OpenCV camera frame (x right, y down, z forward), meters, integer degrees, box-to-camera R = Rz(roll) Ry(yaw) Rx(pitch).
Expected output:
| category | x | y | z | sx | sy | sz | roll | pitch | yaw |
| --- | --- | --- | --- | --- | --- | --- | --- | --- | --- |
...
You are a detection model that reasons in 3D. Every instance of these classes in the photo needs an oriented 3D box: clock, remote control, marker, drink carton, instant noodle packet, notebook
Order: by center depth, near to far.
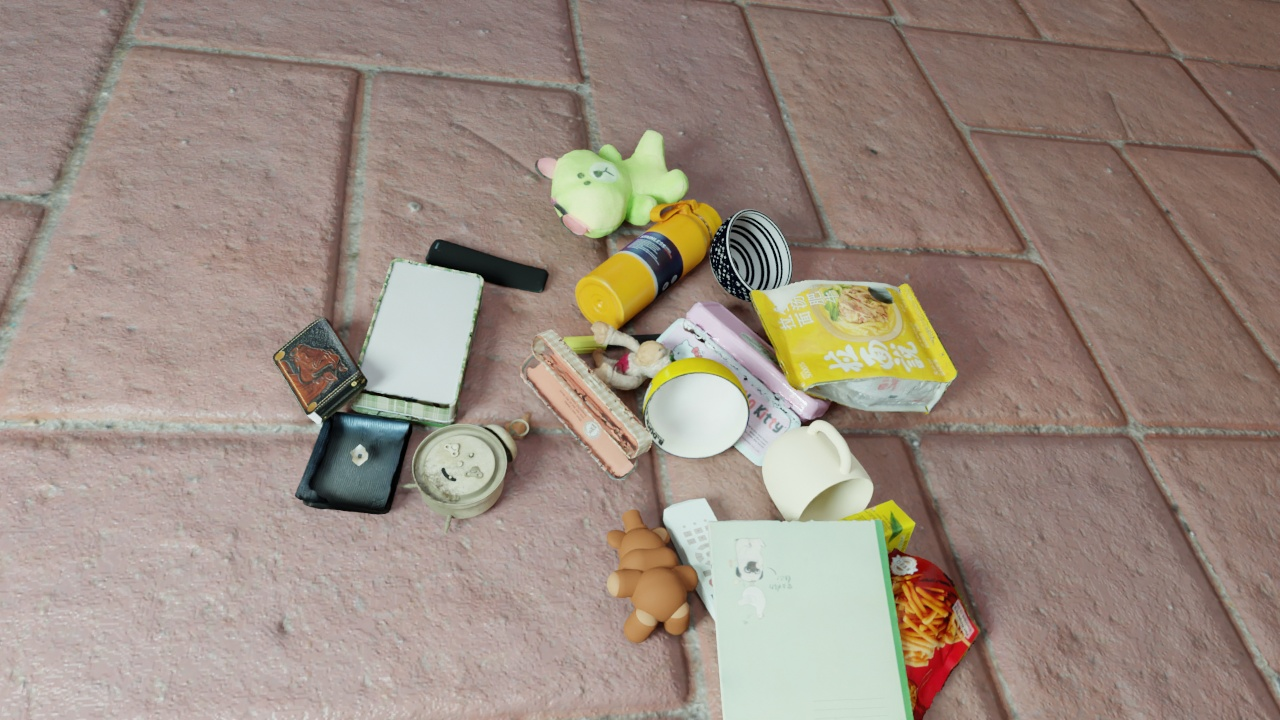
| category | x | y | z | sx | sy | sz | roll | pitch | yaw |
| --- | --- | --- | --- | --- | --- | --- | --- | --- | --- |
| notebook | 0.162 | 0.275 | 0.867 | 0.182 | 0.010 | 0.252 | 1 | 66 | -8 |
| remote control | 0.071 | 0.207 | 0.942 | 0.049 | 0.024 | 0.143 | -12 | 53 | -23 |
| clock | -0.170 | 0.107 | 0.944 | 0.093 | 0.055 | 0.140 | 39 | 59 | 21 |
| drink carton | 0.218 | 0.196 | 0.964 | 0.134 | 0.059 | 0.043 | -14 | 41 | -24 |
| marker | -0.031 | -0.021 | 1.111 | 0.123 | 0.018 | 0.021 | -3 | 52 | -19 |
| instant noodle packet | 0.252 | -0.022 | 1.119 | 0.221 | 0.084 | 0.162 | 3 | 49 | -24 |
| remote control | -0.191 | -0.119 | 1.149 | 0.152 | 0.020 | 0.041 | 16 | 50 | -3 |

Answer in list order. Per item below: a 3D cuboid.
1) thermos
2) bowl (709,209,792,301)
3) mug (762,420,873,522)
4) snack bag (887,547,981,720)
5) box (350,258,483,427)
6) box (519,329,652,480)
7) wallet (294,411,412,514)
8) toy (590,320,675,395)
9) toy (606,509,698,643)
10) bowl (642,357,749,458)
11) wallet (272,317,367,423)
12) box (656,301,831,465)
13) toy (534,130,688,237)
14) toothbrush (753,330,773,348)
| category | x | y | z | sx | sy | sz | roll | pitch | yaw |
| --- | --- | --- | --- | --- | --- | --- | --- | --- | --- |
| thermos | 0.019 | -0.132 | 1.168 | 0.076 | 0.092 | 0.232 | 30 | 49 | 24 |
| bowl | 0.135 | -0.130 | 1.205 | 0.120 | 0.067 | 0.120 | 13 | 68 | -36 |
| mug | 0.186 | 0.115 | 0.986 | 0.096 | 0.120 | 0.099 | -7 | 42 | -26 |
| snack bag | 0.239 | 0.295 | 0.908 | 0.139 | 0.067 | 0.207 | 44 | 63 | 14 |
| box | -0.247 | -0.022 | 1.035 | 0.117 | 0.051 | 0.205 | 11 | 50 | -10 |
| box | -0.064 | 0.047 | 1.010 | 0.041 | 0.083 | 0.187 | -23 | 58 | -40 |
| wallet | -0.287 | 0.104 | 0.930 | 0.089 | 0.026 | 0.114 | 8 | 49 | -2 |
| toy | -0.006 | 0.006 | 1.055 | 0.106 | 0.074 | 0.085 | 2 | 45 | -2 |
| toy | 0.005 | 0.209 | 0.909 | 0.094 | 0.065 | 0.127 | 1 | 42 | -24 |
| bowl | 0.060 | 0.044 | 1.022 | 0.117 | 0.117 | 0.067 | 9 | 32 | -7 |
| wallet | -0.337 | 0.009 | 0.965 | 0.072 | 0.019 | 0.123 | -42 | 48 | -6 |
| box | 0.120 | 0.013 | 1.086 | 0.201 | 0.077 | 0.146 | 42 | 53 | 19 |
| toy | -0.040 | -0.228 | 1.231 | 0.196 | 0.107 | 0.150 | -20 | 64 | -18 |
| toothbrush | 0.200 | -0.011 | 1.166 | 0.167 | 0.013 | 0.013 | 18 | 41 | 1 |
